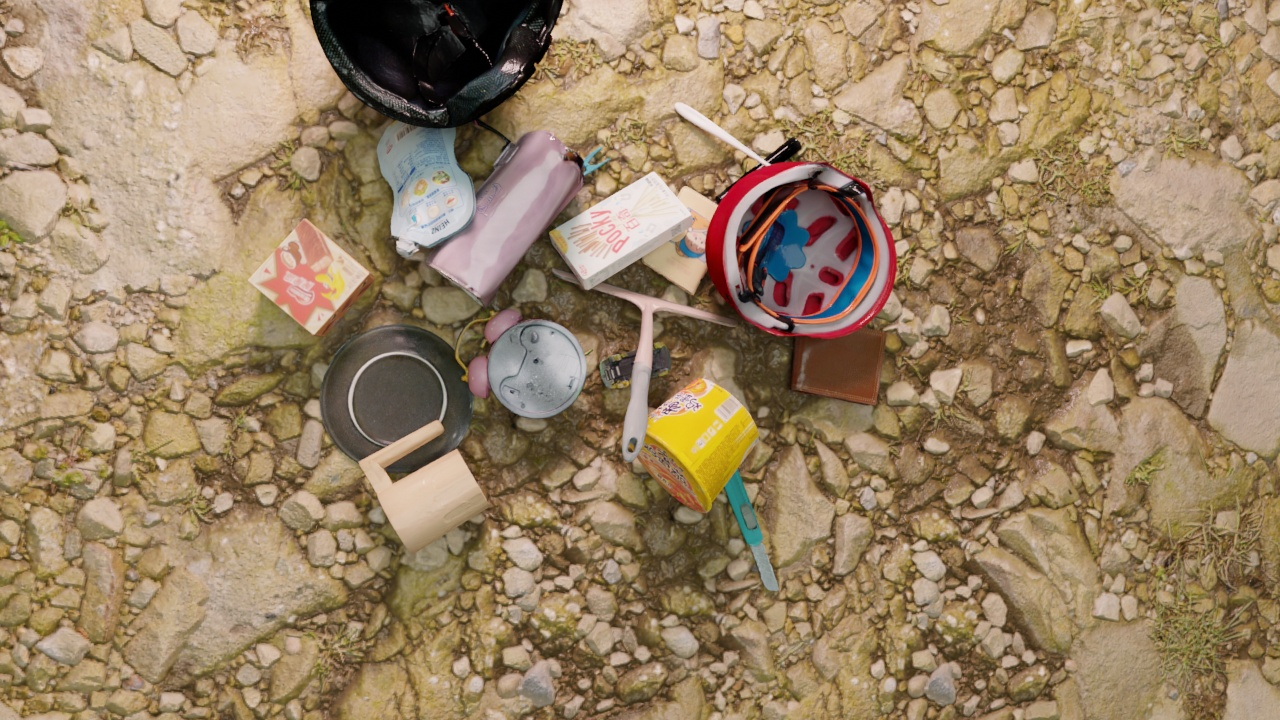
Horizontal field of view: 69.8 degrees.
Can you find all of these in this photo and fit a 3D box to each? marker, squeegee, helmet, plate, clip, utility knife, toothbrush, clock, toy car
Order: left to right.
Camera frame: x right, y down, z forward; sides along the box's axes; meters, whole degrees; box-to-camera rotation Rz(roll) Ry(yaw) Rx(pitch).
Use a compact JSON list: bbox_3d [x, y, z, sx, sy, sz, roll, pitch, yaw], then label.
[{"bbox_3d":[-0.287,0.046,1.086,0.179,0.024,0.179,0,90,-12],"label":"plate"},{"bbox_3d":[-0.208,-0.382,0.964,0.275,0.230,0.233,-44,112,7],"label":"helmet"},{"bbox_3d":[-0.214,-0.300,1.105,0.189,0.014,0.018,39,92,-9],"label":"toothbrush"},{"bbox_3d":[-0.143,0.003,1.097,0.158,0.060,0.117,22,87,-12],"label":"clock"},{"bbox_3d":[-0.065,-0.242,1.135,0.056,0.014,0.043,-36,97,-11],"label":"clip"},{"bbox_3d":[-0.007,0.007,1.135,0.091,0.036,0.043,-16,92,-10],"label":"toy car"},{"bbox_3d":[0.002,0.005,1.068,0.247,0.040,0.249,15,53,-12],"label":"squeegee"},{"bbox_3d":[0.118,-0.273,1.159,0.180,0.016,0.016,34,83,2],"label":"toothbrush"},{"bbox_3d":[0.136,0.197,1.176,0.029,0.013,0.216,-22,94,-10],"label":"utility knife"},{"bbox_3d":[0.152,-0.240,1.174,0.132,0.020,0.022,-39,78,-9],"label":"marker"},{"bbox_3d":[0.183,-0.137,1.122,0.240,0.144,0.207,26,95,-29],"label":"helmet"}]

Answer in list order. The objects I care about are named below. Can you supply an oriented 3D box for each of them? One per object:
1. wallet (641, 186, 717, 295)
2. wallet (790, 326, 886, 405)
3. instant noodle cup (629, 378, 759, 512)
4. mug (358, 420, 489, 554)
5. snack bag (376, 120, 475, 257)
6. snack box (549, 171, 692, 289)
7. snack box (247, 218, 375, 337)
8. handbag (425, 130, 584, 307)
[{"bbox_3d":[0.059,-0.153,1.156,0.087,0.024,0.115,32,85,-15],"label":"wallet"},{"bbox_3d":[0.256,0.000,1.193,0.124,0.032,0.101,10,85,-12],"label":"wallet"},{"bbox_3d":[0.067,0.096,1.106,0.109,0.138,0.138,-43,98,-20],"label":"instant noodle cup"},{"bbox_3d":[-0.249,0.145,1.066,0.103,0.084,0.124,-30,93,-12],"label":"mug"},{"bbox_3d":[-0.242,-0.203,1.027,0.110,0.039,0.190,-25,58,8],"label":"snack bag"},{"bbox_3d":[-0.023,-0.159,1.118,0.156,0.027,0.084,-32,65,-10],"label":"snack box"},{"bbox_3d":[-0.370,-0.091,1.041,0.093,0.077,0.094,42,83,-9],"label":"snack box"},{"bbox_3d":[-0.152,-0.162,1.047,0.098,0.145,0.197,38,86,-12],"label":"handbag"}]
